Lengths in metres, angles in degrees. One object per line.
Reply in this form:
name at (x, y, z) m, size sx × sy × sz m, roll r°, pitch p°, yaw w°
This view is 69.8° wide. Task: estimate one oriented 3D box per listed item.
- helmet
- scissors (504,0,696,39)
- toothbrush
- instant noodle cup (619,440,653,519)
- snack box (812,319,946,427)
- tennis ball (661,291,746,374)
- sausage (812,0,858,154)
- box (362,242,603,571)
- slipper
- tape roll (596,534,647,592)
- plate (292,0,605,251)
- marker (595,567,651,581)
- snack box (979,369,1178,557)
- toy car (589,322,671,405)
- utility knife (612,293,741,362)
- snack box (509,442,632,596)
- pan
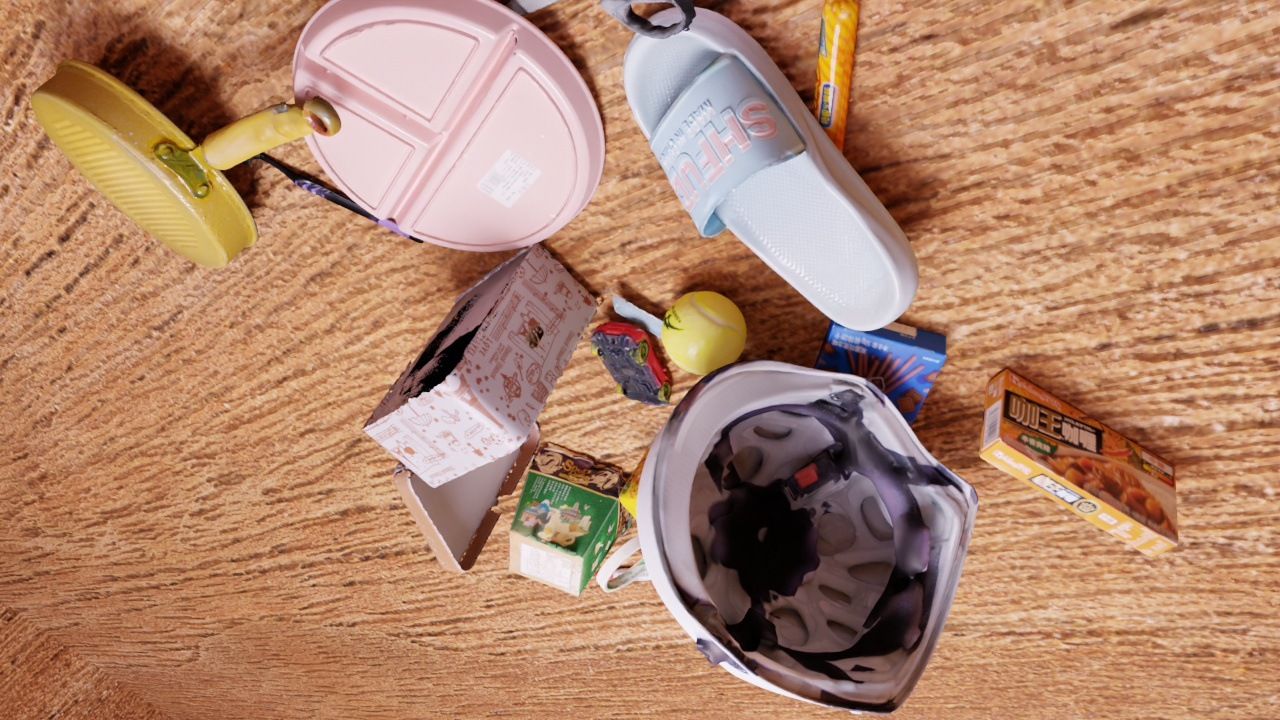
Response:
helmet at (0.101, 0.126, 0.677) m, size 0.258 × 0.228 × 0.146 m, roll 31°, pitch 157°, yaw -10°
scissors at (-0.042, -0.227, 0.541) m, size 0.164 × 0.014 × 0.164 m, roll 34°, pitch 158°, yaw 6°
toothbrush at (-0.271, -0.142, 0.780) m, size 0.189 × 0.016 × 0.014 m, roll 27°, pitch 138°, yaw -4°
instant noodle cup at (0.058, 0.120, 0.823) m, size 0.124 × 0.116 × 0.116 m, roll -6°, pitch 131°, yaw 45°
snack box at (0.171, 0.035, 0.722) m, size 0.084 × 0.026 × 0.157 m, roll 16°, pitch 132°, yaw 5°
tennis ball at (0.049, -0.021, 0.709) m, size 0.065 × 0.065 × 0.066 m, roll 14°, pitch 137°, yaw 13°
sausage at (0.118, -0.153, 0.574) m, size 0.021 × 0.021 × 0.165 m, roll 12°, pitch 136°, yaw 15°
box at (-0.138, 0.040, 0.778) m, size 0.136 × 0.179 × 0.270 m, roll 23°, pitch 137°, yaw 2°
slipper at (0.074, -0.107, 0.580) m, size 0.245 × 0.074 × 0.104 m, roll 46°, pitch 145°, yaw -5°
tape roll at (-0.008, 0.210, 0.962) m, size 0.014 × 0.085 × 0.086 m, roll 48°, pitch 146°, yaw 26°
plate at (-0.140, -0.160, 0.658) m, size 0.229 × 0.028 × 0.230 m, roll 7°, pitch 143°, yaw 5°
marker at (0.010, 0.239, 1.030) m, size 0.146 × 0.017 × 0.017 m, roll -13°, pitch 126°, yaw 35°
snack box at (0.319, 0.074, 0.667) m, size 0.153 × 0.075 × 0.026 m, roll 30°, pitch 139°, yaw -5°
toy car at (-0.005, 0.005, 0.786) m, size 0.049 × 0.031 × 0.106 m, roll 8°, pitch 147°, yaw 28°
utility knife at (0.071, 0.002, 0.758) m, size 0.223 × 0.015 × 0.033 m, roll 30°, pitch 138°, yaw -8°
snack box at (-0.079, 0.169, 0.935) m, size 0.118 × 0.105 × 0.118 m, roll 19°, pitch 139°, yaw 9°
pan at (-0.347, -0.161, 0.720) m, size 0.358 × 0.078 × 0.198 m, roll 10°, pitch 146°, yaw 44°
